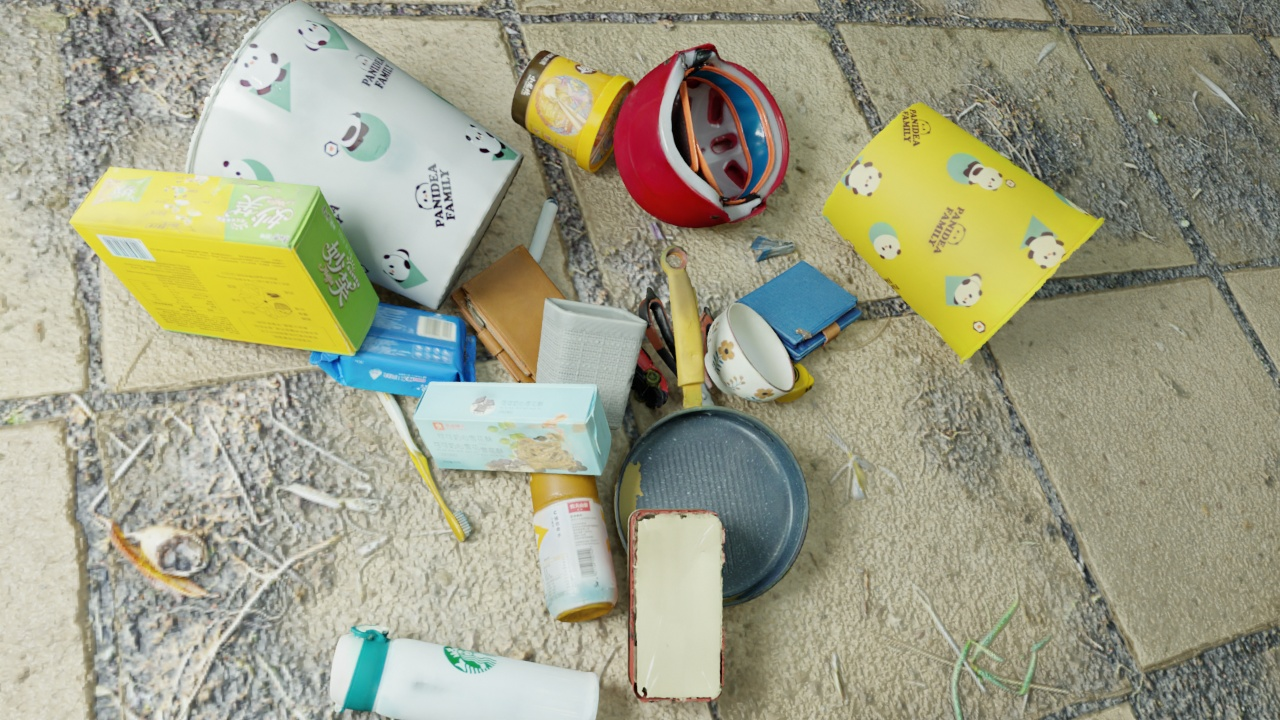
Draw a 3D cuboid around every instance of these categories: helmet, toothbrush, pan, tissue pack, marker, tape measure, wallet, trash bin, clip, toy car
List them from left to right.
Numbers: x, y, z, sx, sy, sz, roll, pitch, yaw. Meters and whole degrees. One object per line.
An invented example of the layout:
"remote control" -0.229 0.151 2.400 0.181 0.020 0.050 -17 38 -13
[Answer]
"trash bin" -0.270 -0.188 0.912 0.252 0.230 0.229 30 58 -9
"tissue pack" -0.240 -0.009 0.908 0.157 0.052 0.094 11 39 -17
"toothbrush" -0.215 0.092 0.897 0.018 0.016 0.191 -21 72 -39
"wallet" -0.124 -0.046 0.978 0.107 0.031 0.132 -42 96 -31
"marker" -0.117 -0.134 1.046 0.018 0.023 0.130 4 59 15
"toy car" -0.006 0.006 0.994 0.031 0.049 0.106 -33 77 -29
"helmet" 0.062 -0.255 1.099 0.239 0.144 0.207 -25 98 -49
"pan" 0.058 0.065 0.917 0.197 0.078 0.357 -8 80 -12
"clip" 0.168 -0.141 1.147 0.058 0.027 0.045 -5 58 -22
"tape measure" 0.163 0.022 1.056 0.057 0.029 0.060 -29 59 -26
"wallet" 0.190 -0.061 1.095 0.132 0.040 0.106 -32 63 -34
"trash bin" 0.379 -0.164 1.126 0.255 0.230 0.229 44 58 14

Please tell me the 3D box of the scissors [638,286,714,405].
"scissors" 0.060 0.017 1.003 0.189 0.015 0.226 40 41 -28

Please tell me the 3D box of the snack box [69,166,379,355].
"snack box" -0.361 -0.086 0.817 0.210 0.158 0.069 7 57 11

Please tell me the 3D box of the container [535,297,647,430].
"container" -0.056 0.004 0.924 0.090 0.090 0.114 8 100 -19

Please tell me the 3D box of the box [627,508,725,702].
"box" 0.034 0.221 0.837 0.091 0.080 0.168 1 85 -5

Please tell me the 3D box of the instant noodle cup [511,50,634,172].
"instant noodle cup" -0.083 -0.302 1.095 0.114 0.119 0.118 28 57 7

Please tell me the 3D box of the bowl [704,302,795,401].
"bowl" 0.110 0.000 1.001 0.113 0.062 0.113 39 30 -29

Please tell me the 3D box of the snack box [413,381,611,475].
"snack box" -0.118 0.063 0.862 0.175 0.074 0.051 0 46 14

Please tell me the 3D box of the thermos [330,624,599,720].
"thermos" -0.151 0.280 0.788 0.224 0.073 0.073 15 60 -11

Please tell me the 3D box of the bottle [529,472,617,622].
"bottle" -0.069 0.152 0.883 0.068 0.068 0.189 -2 61 -20
